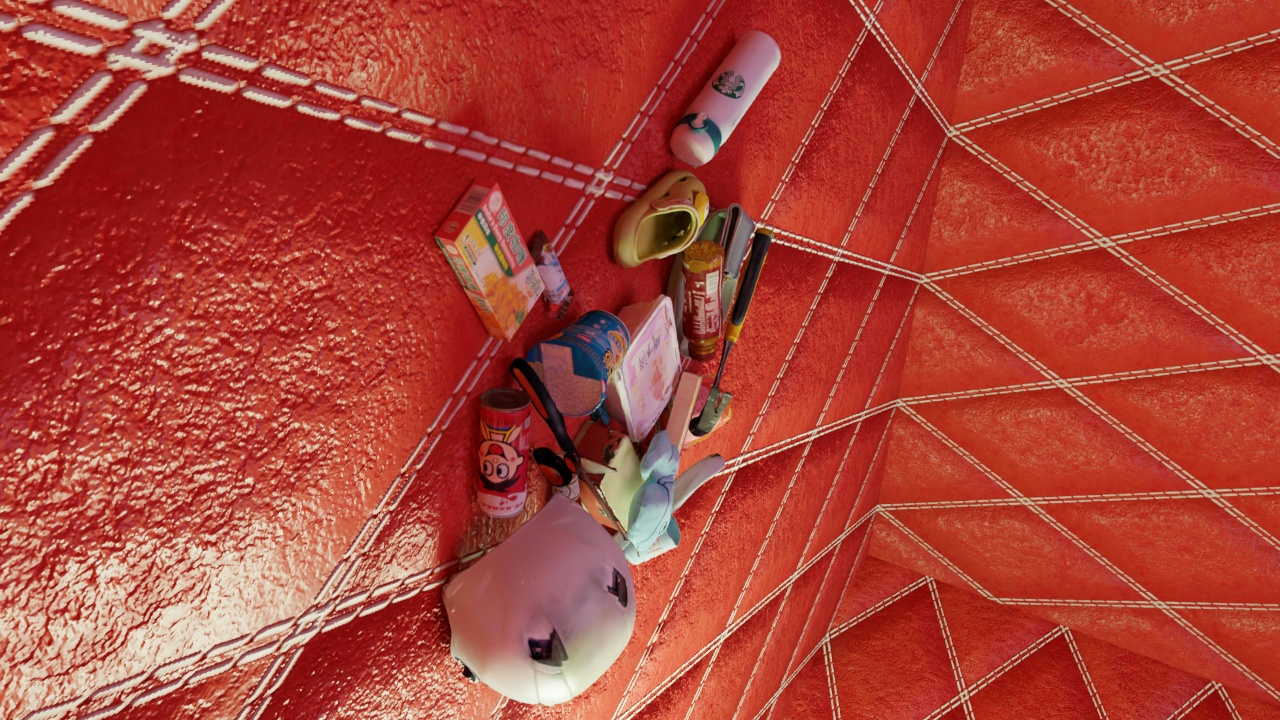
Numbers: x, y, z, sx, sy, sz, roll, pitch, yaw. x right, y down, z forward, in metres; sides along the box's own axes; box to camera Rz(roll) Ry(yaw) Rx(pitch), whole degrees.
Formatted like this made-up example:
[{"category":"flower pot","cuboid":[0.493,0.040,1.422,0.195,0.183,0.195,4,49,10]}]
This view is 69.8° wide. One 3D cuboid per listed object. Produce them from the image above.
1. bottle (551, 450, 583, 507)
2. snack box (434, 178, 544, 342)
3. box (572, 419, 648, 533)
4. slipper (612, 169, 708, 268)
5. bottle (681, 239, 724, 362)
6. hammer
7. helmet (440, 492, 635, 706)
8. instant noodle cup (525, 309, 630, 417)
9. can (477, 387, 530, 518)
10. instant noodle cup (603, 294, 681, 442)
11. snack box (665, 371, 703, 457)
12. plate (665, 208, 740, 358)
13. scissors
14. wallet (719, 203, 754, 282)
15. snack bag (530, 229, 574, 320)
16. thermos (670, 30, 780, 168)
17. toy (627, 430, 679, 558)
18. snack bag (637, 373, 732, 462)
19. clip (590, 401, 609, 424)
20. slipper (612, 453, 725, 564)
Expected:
[{"category":"bottle","cuboid":[-0.092,0.203,1.156,0.059,0.060,0.206,-44,142,-47]},{"category":"snack box","cuboid":[-0.143,-0.094,0.892,0.076,0.027,0.156,-61,153,-26]},{"category":"box","cuboid":[-0.035,0.158,1.220,0.091,0.078,0.168,-61,153,-24]},{"category":"slipper","cuboid":[0.038,-0.171,1.157,0.190,0.082,0.092,-42,144,-44]},{"category":"bottle","cuboid":[0.086,-0.079,1.276,0.057,0.057,0.175,-46,145,-44]},{"category":"hammer","cuboid":[0.139,-0.047,1.345,0.126,0.032,0.322,123,-14,-76]},{"category":"helmet","cuboid":[-0.091,0.297,1.049,0.228,0.146,0.259,-34,136,-29]},{"category":"instant noodle cup","cuboid":[-0.064,-0.004,1.047,0.109,0.099,0.099,-51,149,-54]},{"category":"can","cuboid":[-0.146,0.099,0.979,0.053,0.053,0.133,-32,133,-55]},{"category":"instant noodle cup","cuboid":[-0.007,0.007,1.202,0.137,0.060,0.174,-55,149,-33]},{"category":"snack box","cuboid":[0.054,0.094,1.302,0.084,0.026,0.157,1,106,-82]},{"category":"plate","cuboid":[0.094,-0.115,1.371,0.229,0.027,0.231,-43,142,-48]},{"category":"scissors","cuboid":[-0.079,0.094,0.989,0.021,0.231,0.221,-31,101,-23]},{"category":"wallet","cuboid":[0.131,-0.166,1.333,0.129,0.037,0.106,3,104,-77]},{"category":"snack bag","cuboid":[-0.097,-0.091,0.992,0.104,0.026,0.048,72,30,-52]},{"category":"thermos","cuboid":[0.111,-0.345,1.208,0.223,0.073,0.073,-57,151,-29]},{"category":"toy","cuboid":[0.017,0.181,1.213,0.156,0.050,0.161,-64,156,-19]},{"category":"snack bag","cuboid":[0.059,0.086,1.395,0.207,0.073,0.129,-14,114,-53]},{"category":"clip","cuboid":[-0.056,0.061,1.184,0.014,0.046,0.057,-54,149,-32]},{"category":"slipper","cuboid":[0.039,0.234,1.340,0.245,0.074,0.104,-44,172,3]}]
